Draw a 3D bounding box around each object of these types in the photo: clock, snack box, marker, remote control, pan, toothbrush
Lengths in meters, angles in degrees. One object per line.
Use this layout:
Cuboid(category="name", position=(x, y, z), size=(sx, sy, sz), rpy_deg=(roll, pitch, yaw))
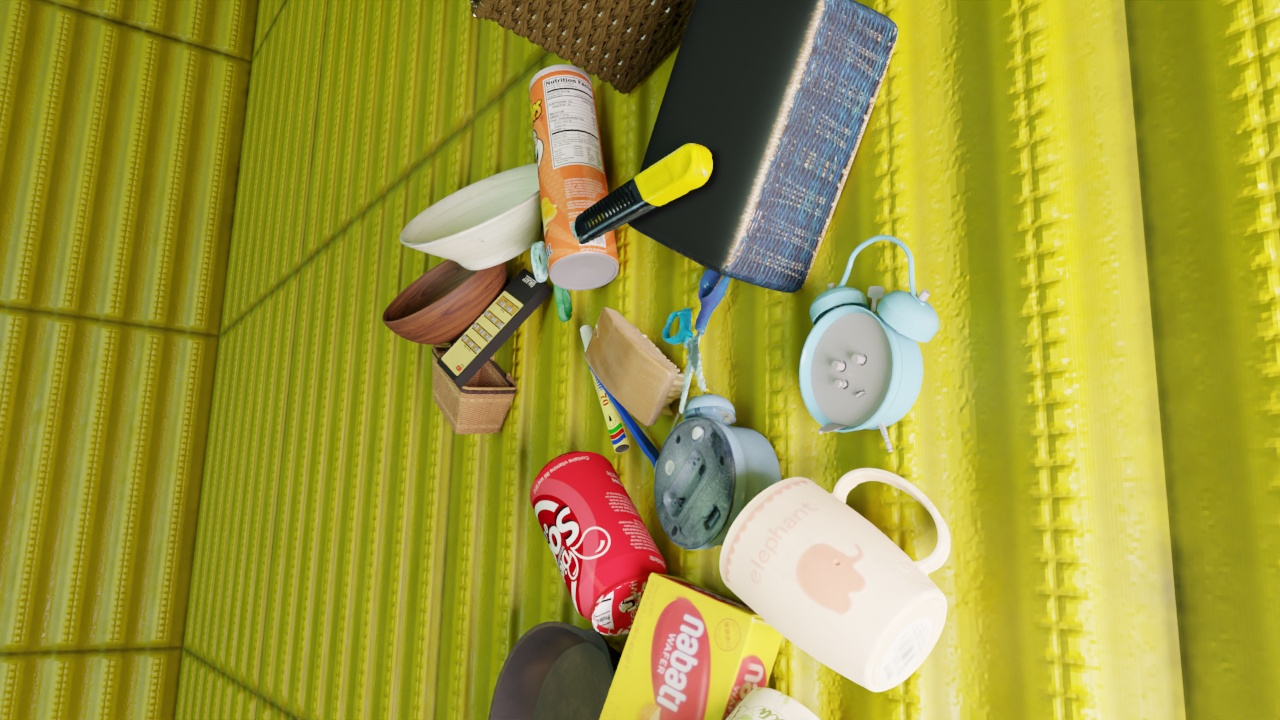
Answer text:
Cuboid(category="clock", position=(0.132, -0.013, 0.541), size=(0.087, 0.042, 0.123), rpy_deg=(13, 95, 56))
Cuboid(category="snack box", position=(0.018, 0.248, 0.595), size=(0.092, 0.042, 0.200), rpy_deg=(13, 79, 45))
Cuboid(category="marker", position=(-0.032, 0.022, 0.800), size=(0.014, 0.014, 0.132), rpy_deg=(-51, 44, 37))
Cuboid(category="remote control", position=(-0.148, -0.034, 0.928), size=(0.133, 0.013, 0.058), rpy_deg=(-48, 36, -6))
Cuboid(category="clock", position=(0.048, 0.076, 0.636), size=(0.089, 0.051, 0.124), rpy_deg=(-63, 37, 27))
Cuboid(category="pan", position=(-0.020, 0.348, 0.677), size=(0.356, 0.043, 0.249), rpy_deg=(35, 111, 52))
Cuboid(category="toothbrush", position=(-0.002, 0.057, 0.738), size=(0.011, 0.016, 0.186), rpy_deg=(-55, 44, 21))

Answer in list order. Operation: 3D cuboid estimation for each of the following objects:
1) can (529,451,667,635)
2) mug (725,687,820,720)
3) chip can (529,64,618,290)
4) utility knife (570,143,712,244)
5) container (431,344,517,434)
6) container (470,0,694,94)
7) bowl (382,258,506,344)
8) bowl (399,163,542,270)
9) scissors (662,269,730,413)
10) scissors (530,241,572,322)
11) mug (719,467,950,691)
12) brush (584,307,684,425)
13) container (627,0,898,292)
Cuboid(category="can", position=(-0.034, 0.139, 0.720), size=(0.075, 0.074, 0.142), rpy_deg=(-62, 38, 26))
Cuboid(category="mug", position=(0.069, 0.235, 0.505), size=(0.081, 0.097, 0.122), rpy_deg=(42, 148, 4))
Cuboid(category="chip can", position=(-0.063, -0.171, 0.848), size=(0.062, 0.062, 0.210), rpy_deg=(-37, 53, 46))
Cuboid(category="utility knife", position=(-0.007, -0.115, 0.661), size=(0.171, 0.020, 0.028), rpy_deg=(-16, 69, 54))
Cuboid(category="container", position=(-0.183, 0.031, 0.983), size=(0.114, 0.063, 0.061), rpy_deg=(41, 123, 52))
Cuboid(category="container", position=(-0.016, -0.392, 0.702), size=(0.322, 0.204, 0.176), rpy_deg=(-33, 56, 48))
Cuboid(category="bowl", position=(-0.199, -0.059, 0.998), size=(0.147, 0.069, 0.147), rpy_deg=(-26, 24, 13))
Cuboid(category="bowl", position=(-0.153, -0.138, 0.938), size=(0.177, 0.176, 0.058), rpy_deg=(21, 141, 56))
Cuboid(category="scissors", position=(0.044, -0.021, 0.663), size=(0.086, 0.015, 0.134), rpy_deg=(-52, 20, 27))
Cuboid(category="scissors", position=(-0.085, -0.100, 0.854), size=(0.012, 0.119, 0.128), rpy_deg=(-12, 79, 11))
Cuboid(category="mug", position=(0.118, 0.114, 0.508), size=(0.111, 0.085, 0.104), rpy_deg=(-49, 47, -5))
Cuboid(category="brush", position=(-0.004, 0.004, 0.741), size=(0.117, 0.039, 0.049), rpy_deg=(47, 120, 51))
Cuboid(category="container", position=(0.074, -0.157, 0.633), size=(0.145, 0.071, 0.187), rpy_deg=(38, 113, 53))
